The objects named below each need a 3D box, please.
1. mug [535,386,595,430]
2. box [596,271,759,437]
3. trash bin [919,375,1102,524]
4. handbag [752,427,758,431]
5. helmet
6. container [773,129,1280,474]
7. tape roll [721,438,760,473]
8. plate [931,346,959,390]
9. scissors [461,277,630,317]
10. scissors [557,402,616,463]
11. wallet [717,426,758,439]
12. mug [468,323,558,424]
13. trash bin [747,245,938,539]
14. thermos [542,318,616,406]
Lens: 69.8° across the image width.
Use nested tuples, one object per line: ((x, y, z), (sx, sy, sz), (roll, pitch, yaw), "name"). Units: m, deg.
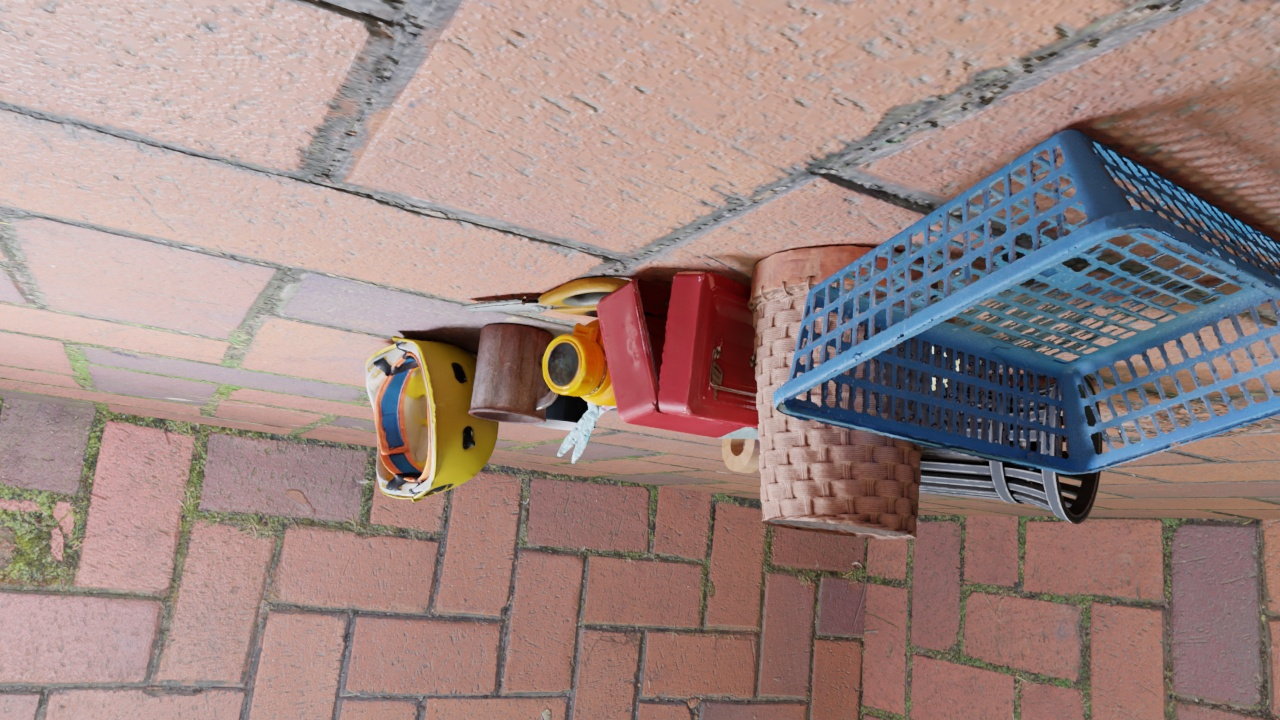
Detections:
((-0.104, 0.038, 1.179), (0.085, 0.094, 0.122), (12, 167, -28), "mug")
((0.046, 0.001, 0.829), (0.127, 0.137, 0.157), (-2, 169, 38), "box")
((0.397, 0.097, 1.081), (0.228, 0.164, 0.164), (0, 167, 42), "trash bin")
((0.188, 0.075, 1.097), (0.196, 0.072, 0.176), (2, 130, 57), "handbag")
((-0.249, 0.069, 1.179), (0.139, 0.209, 0.241), (-4, 173, -36), "helmet")
((0.295, -0.020, 0.615), (0.361, 0.089, 0.258), (13, 150, -32), "container")
((0.175, 0.142, 1.545), (0.027, 0.094, 0.094), (12, 167, -28), "tape roll")
((0.221, -0.002, 0.912), (0.184, 0.036, 0.185), (0, 151, 0), "plate")
((-0.092, -0.059, 0.899), (0.229, 0.016, 0.114), (0, 167, 23), "scissors")
((-0.064, 0.050, 1.099), (0.101, 0.179, 0.016), (36, -159, -12), "scissors")
((0.185, 0.089, 1.395), (0.100, 0.054, 0.132), (2, 170, -31), "wallet")
((-0.137, 0.016, 1.066), (0.123, 0.110, 0.096), (-3, 171, 35), "mug")
((0.157, 0.030, 0.739), (0.151, 0.210, 0.151), (6, 168, 1), "trash bin")
((-0.006, 0.006, 0.987), (0.076, 0.091, 0.232), (-21, 162, 36), "thermos")
